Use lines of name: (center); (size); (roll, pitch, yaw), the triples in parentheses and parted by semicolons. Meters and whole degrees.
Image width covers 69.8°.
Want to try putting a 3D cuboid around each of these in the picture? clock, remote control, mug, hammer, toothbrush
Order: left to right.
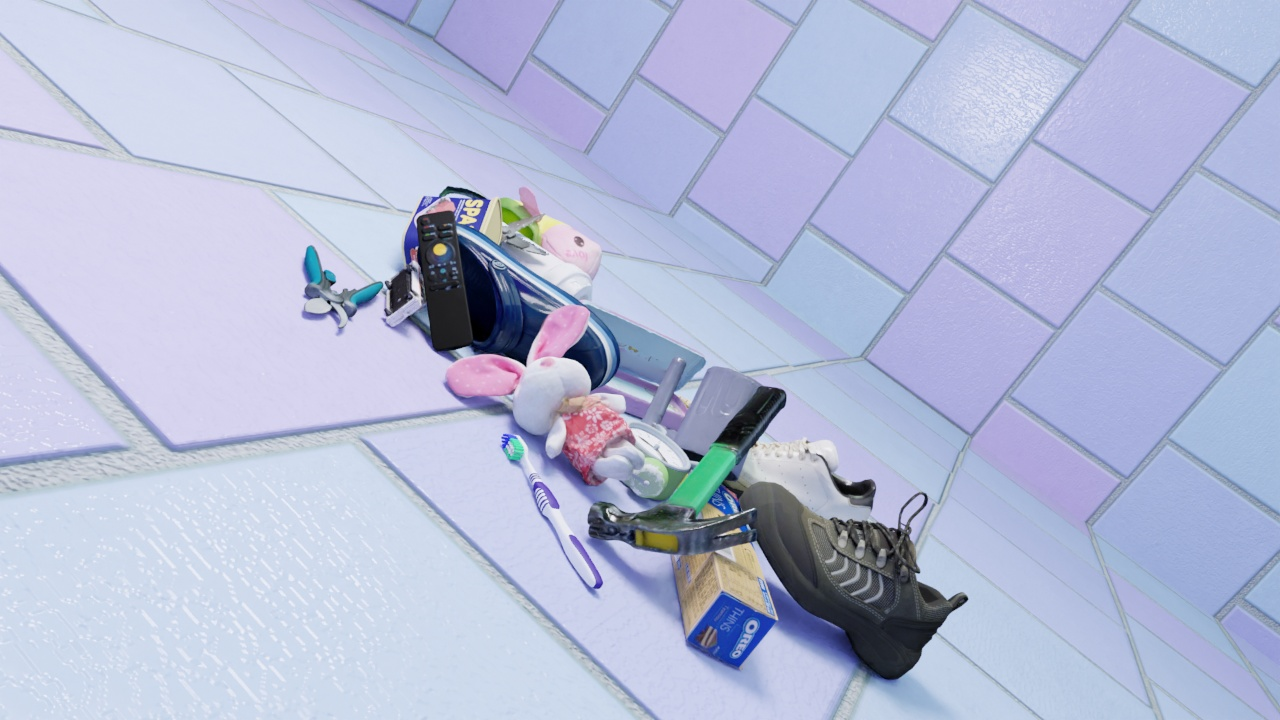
remote control: (-0.197, -0.081, 0.923); (0.020, 0.041, 0.151); (88, -9, -73)
toothbrush: (-0.075, 0.116, 0.742); (0.016, 0.015, 0.186); (16, 23, -39)
clock: (0.004, 0.099, 0.914); (0.094, 0.043, 0.119); (42, 16, 30)
mug: (0.071, 0.062, 1.024); (0.124, 0.103, 0.084); (23, -15, 10)
hammer: (0.078, 0.090, 0.852); (0.130, 0.032, 0.317); (5, 21, 24)

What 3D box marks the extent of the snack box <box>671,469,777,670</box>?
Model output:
snack box: (0.064, 0.171, 0.789); (0.057, 0.056, 0.206); (30, 15, -13)

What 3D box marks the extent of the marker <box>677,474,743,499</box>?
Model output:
marker: (0.085, 0.144, 1.001); (0.123, 0.017, 0.021); (22, 20, -45)

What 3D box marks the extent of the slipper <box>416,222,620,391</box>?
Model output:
slipper: (-0.142, -0.044, 0.962); (0.253, 0.105, 0.095); (38, 35, 7)

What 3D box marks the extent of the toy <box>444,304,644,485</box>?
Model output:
toy: (-0.071, 0.041, 0.849); (0.158, 0.084, 0.194); (-28, 62, -27)

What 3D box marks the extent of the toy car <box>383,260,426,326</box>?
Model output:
toy car: (-0.235, -0.064, 0.931); (0.039, 0.039, 0.113); (51, 6, -30)

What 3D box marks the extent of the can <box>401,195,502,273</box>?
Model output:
can: (-0.217, -0.145, 1.065); (0.092, 0.057, 0.116); (4, 41, 2)

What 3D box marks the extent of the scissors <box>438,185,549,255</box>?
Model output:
scissors: (-0.212, -0.154, 1.130); (0.202, 0.015, 0.201); (28, 46, 27)

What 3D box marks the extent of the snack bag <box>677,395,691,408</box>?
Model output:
snack bag: (0.077, 0.075, 1.200); (0.099, 0.020, 0.026); (34, 16, 1)

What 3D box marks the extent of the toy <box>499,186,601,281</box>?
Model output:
toy: (-0.146, -0.160, 1.270); (0.238, 0.087, 0.190); (27, -28, 32)

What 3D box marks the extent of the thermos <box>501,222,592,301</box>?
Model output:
thermos: (-0.149, -0.111, 1.168); (0.220, 0.099, 0.099); (37, 14, 27)

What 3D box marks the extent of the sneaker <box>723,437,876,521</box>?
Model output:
sneaker: (0.177, 0.126, 1.089); (0.241, 0.102, 0.088); (32, 15, -8)

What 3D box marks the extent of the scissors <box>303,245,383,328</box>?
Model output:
scissors: (-0.283, -0.067, 0.867); (0.124, 0.019, 0.156); (13, 27, -52)

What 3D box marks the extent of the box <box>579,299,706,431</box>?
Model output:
box: (-0.006, 0.004, 1.097); (0.214, 0.093, 0.089); (23, 18, -37)

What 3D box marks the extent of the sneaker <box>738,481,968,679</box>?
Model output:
sneaker: (0.210, 0.177, 0.842); (0.238, 0.143, 0.101); (44, 13, -13)
